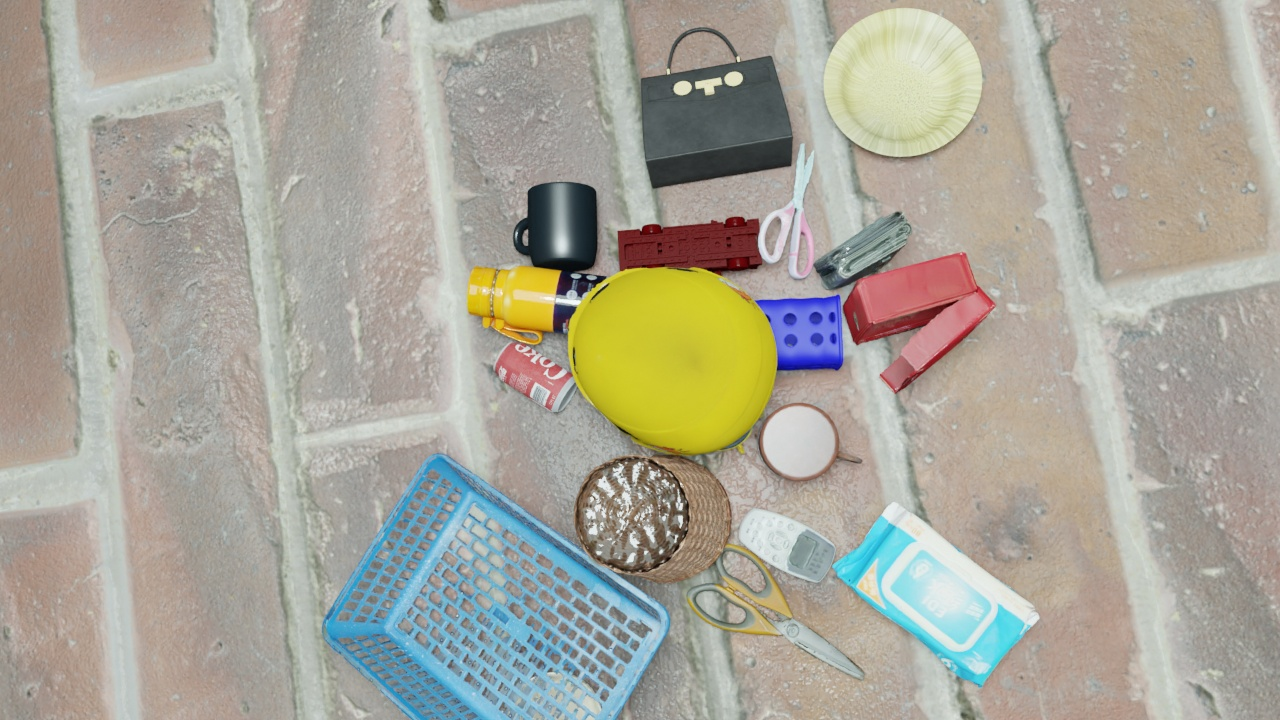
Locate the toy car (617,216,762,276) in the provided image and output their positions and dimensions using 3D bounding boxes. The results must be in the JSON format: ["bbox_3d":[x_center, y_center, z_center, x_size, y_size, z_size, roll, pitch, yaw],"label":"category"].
[{"bbox_3d":[0.060,-0.132,1.117,0.170,0.062,0.070,-4,84,6],"label":"toy car"}]

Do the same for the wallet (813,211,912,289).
[{"bbox_3d":[0.256,-0.125,1.059,0.100,0.131,0.054,-36,85,3],"label":"wallet"}]

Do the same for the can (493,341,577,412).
[{"bbox_3d":[-0.129,0.020,1.128,0.096,0.054,0.054,31,88,9],"label":"can"}]

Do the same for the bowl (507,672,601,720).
[{"bbox_3d":[-0.096,0.419,1.078,0.115,0.062,0.115,-1,84,7],"label":"bowl"}]

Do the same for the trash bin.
[{"bbox_3d":[0.017,0.173,1.009,0.151,0.210,0.151,-2,81,10],"label":"trash bin"}]

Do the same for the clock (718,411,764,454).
[{"bbox_3d":[0.084,0.061,1.097,0.119,0.057,0.083,27,88,8],"label":"clock"}]

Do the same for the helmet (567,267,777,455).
[{"bbox_3d":[0.033,-0.003,0.975,0.240,0.139,0.209,19,91,-1],"label":"helmet"}]

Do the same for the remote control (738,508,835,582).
[{"bbox_3d":[0.172,0.216,1.085,0.114,0.028,0.060,28,88,8],"label":"remote control"}]

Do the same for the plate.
[{"bbox_3d":[0.316,-0.333,1.120,0.184,0.036,0.184,-1,84,7],"label":"plate"}]

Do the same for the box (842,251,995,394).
[{"bbox_3d":[0.308,-0.056,1.035,0.137,0.157,0.126,-35,77,0],"label":"box"}]

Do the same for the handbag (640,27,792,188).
[{"bbox_3d":[0.086,-0.332,1.144,0.176,0.072,0.195,-8,73,6],"label":"handbag"}]

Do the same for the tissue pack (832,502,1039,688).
[{"bbox_3d":[0.334,0.263,1.045,0.209,0.066,0.117,38,89,11],"label":"tissue pack"}]

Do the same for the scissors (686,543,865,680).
[{"bbox_3d":[0.160,0.317,1.081,0.229,0.016,0.114,39,88,10],"label":"scissors"}]

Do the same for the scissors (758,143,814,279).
[{"bbox_3d":[0.180,-0.191,1.107,0.101,0.016,0.178,14,80,-36],"label":"scissors"}]

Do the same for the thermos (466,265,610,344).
[{"bbox_3d":[-0.091,-0.062,1.109,0.233,0.076,0.091,7,84,1],"label":"thermos"}]

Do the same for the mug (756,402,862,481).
[{"bbox_3d":[0.196,0.099,1.056,0.123,0.110,0.096,13,91,8],"label":"mug"}]

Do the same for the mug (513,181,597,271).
[{"bbox_3d":[-0.110,-0.160,1.136,0.122,0.085,0.094,-6,83,34],"label":"mug"}]

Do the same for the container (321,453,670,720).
[{"bbox_3d":[-0.158,0.301,1.037,0.362,0.089,0.257,29,85,27],"label":"container"}]

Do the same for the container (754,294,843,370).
[{"bbox_3d":[0.176,-0.031,1.082,0.114,0.085,0.084,-2,83,7],"label":"container"}]
